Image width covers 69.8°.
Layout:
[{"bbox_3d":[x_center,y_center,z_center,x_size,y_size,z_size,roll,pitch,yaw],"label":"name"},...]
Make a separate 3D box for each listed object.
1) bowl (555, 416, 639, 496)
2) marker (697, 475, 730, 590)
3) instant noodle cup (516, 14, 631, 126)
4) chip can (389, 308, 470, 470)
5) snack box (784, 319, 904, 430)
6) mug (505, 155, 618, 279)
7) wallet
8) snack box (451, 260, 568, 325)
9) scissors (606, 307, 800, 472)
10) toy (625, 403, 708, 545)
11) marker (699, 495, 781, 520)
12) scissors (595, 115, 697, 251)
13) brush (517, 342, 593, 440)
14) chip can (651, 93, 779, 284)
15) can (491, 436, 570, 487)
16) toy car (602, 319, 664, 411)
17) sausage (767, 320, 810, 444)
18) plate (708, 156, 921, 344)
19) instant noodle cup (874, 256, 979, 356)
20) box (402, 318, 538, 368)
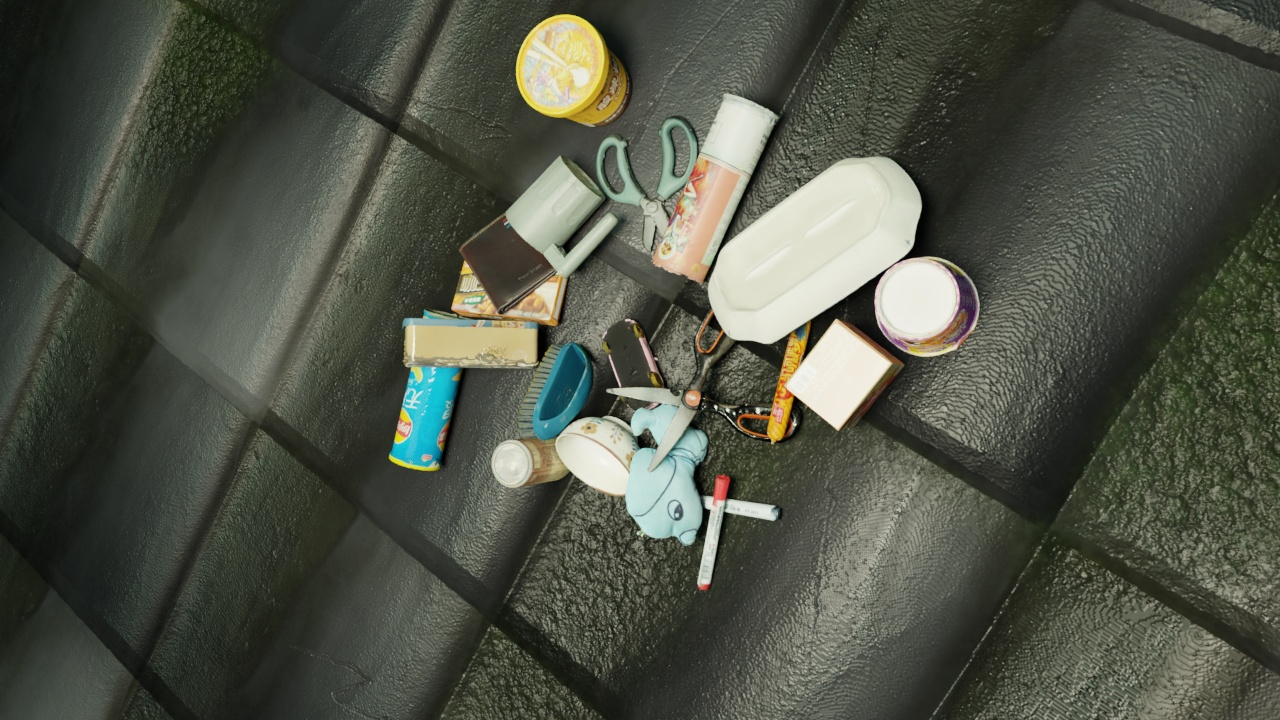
[{"bbox_3d":[-0.042,0.109,1.134,0.113,0.114,0.062,20,53,23],"label":"bowl"},{"bbox_3d":[0.087,0.207,1.096,0.017,0.017,0.145,15,106,23],"label":"marker"},{"bbox_3d":[-0.075,-0.350,1.139,0.119,0.114,0.118,-1,88,23],"label":"instant noodle cup"},{"bbox_3d":[-0.283,0.039,1.247,0.071,0.071,0.210,17,95,23],"label":"chip can"},{"bbox_3d":[0.226,0.016,1.009,0.077,0.094,0.093,41,104,19],"label":"snack box"},{"bbox_3d":[-0.095,-0.182,1.162,0.103,0.083,0.124,-45,70,15],"label":"mug"},{"bbox_3d":[-0.175,-0.131,1.205,0.096,0.020,0.122,-38,63,4],"label":"wallet"},{"bbox_3d":[-0.173,-0.091,1.216,0.154,0.026,0.075,7,77,24],"label":"snack box"},{"bbox_3d":[0.079,0.034,1.073,0.233,0.022,0.220,13,76,2],"label":"scissors"},{"bbox_3d":[0.030,0.137,1.085,0.161,0.156,0.050,51,152,-9],"label":"toy"},{"bbox_3d":[0.105,0.176,1.102,0.131,0.018,0.022,6,100,24],"label":"marker"},{"bbox_3d":[0.024,-0.229,1.145,0.172,0.019,0.176,-33,75,19],"label":"scissors"},{"bbox_3d":[-0.097,0.037,1.144,0.074,0.055,0.143,-2,48,28],"label":"brush"},{"bbox_3d":[0.087,-0.200,1.088,0.071,0.071,0.215,28,100,22],"label":"chip can"},{"bbox_3d":[-0.134,0.126,1.154,0.059,0.116,0.058,-1,88,24],"label":"can"},{"bbox_3d":[-0.007,0.007,1.146,0.056,0.037,0.122,-28,65,18],"label":"toy car"},{"bbox_3d":[0.172,0.017,1.056,0.021,0.021,0.165,10,80,24],"label":"sausage"},{"bbox_3d":[0.183,-0.130,1.030,0.266,0.034,0.161,-34,52,20],"label":"plate"},{"bbox_3d":[0.300,-0.062,0.977,0.112,0.099,0.111,-1,87,23],"label":"instant noodle cup"},{"bbox_3d":[-0.223,-0.021,1.169,0.184,0.090,0.062,3,86,-18],"label":"box"}]
